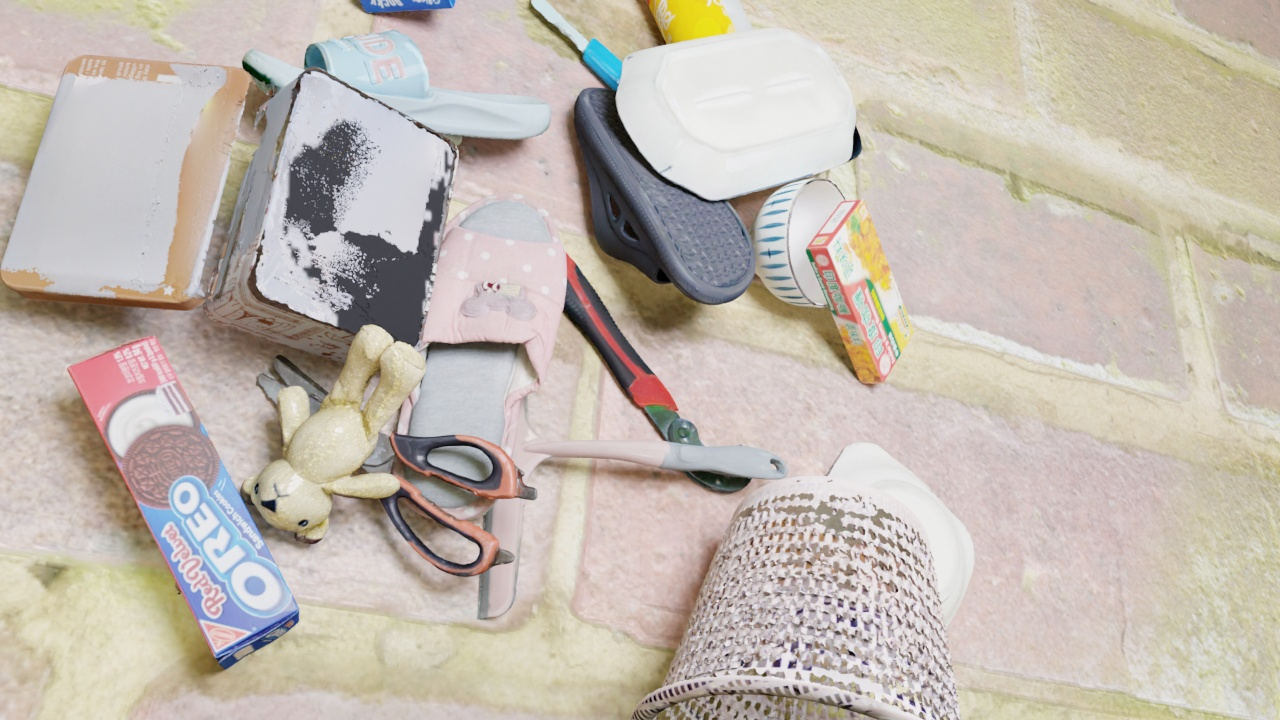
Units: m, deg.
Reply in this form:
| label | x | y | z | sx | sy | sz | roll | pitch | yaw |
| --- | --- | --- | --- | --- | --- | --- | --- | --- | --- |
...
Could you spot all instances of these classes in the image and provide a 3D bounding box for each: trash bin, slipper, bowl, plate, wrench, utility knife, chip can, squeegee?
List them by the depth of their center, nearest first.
| label | x | y | z | sx | sy | sz | roll | pitch | yaw |
| --- | --- | --- | --- | --- | --- | --- | --- | --- | --- |
| trash bin | 0.123 | 0.197 | 0.640 | 0.227 | 0.228 | 0.191 | 28 | 46 | -10 |
| slipper | -0.122 | -0.015 | 0.689 | 0.114 | 0.054 | 0.273 | 11 | 67 | -2 |
| squeegee | 0.006 | 0.074 | 0.715 | 0.249 | 0.040 | 0.247 | 5 | 65 | -15 |
| slipper | -0.186 | -0.225 | 0.738 | 0.245 | 0.104 | 0.074 | 1 | 110 | -28 |
| wrench | -0.005 | 0.005 | 0.771 | 0.056 | 0.016 | 0.273 | -38 | 86 | -30 |
| plate | 0.221 | 0.162 | 0.791 | 0.164 | 0.034 | 0.163 | 41 | 57 | -3 |
| slipper | 0.009 | -0.135 | 0.814 | 0.110 | 0.084 | 0.268 | -2 | 50 | -36 |
| plate | 0.101 | -0.237 | 0.834 | 0.265 | 0.034 | 0.162 | -21 | 77 | -33 |
| bowl | 0.141 | -0.107 | 0.847 | 0.116 | 0.066 | 0.116 | -2 | 92 | -47 |
| utility knife | -0.027 | -0.281 | 0.891 | 0.216 | 0.018 | 0.034 | 44 | 59 | -2 |
| chip can | 0.058 | -0.328 | 0.922 | 0.072 | 0.072 | 0.213 | -15 | 75 | -29 |

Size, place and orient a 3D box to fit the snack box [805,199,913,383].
| label | x | y | z | sx | sy | sz | roll | pitch | yaw |
| --- | --- | --- | --- | --- | --- | --- | --- | --- | --- |
| snack box | 0.204 | -0.062 | 0.846 | 0.076 | 0.027 | 0.156 | -50 | 124 | -33 |

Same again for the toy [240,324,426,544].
| label | x | y | z | sx | sy | sz | roll | pitch | yaw |
| --- | --- | --- | --- | --- | --- | --- | --- | --- | --- |
| toy | -0.198 | 0.048 | 0.598 | 0.105 | 0.066 | 0.157 | 37 | 101 | 2 |

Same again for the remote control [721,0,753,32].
| label | x | y | z | sx | sy | sz | roll | pitch | yaw |
| --- | --- | --- | --- | --- | --- | --- | --- | --- | --- |
| remote control | 0.099 | -0.337 | 0.973 | 0.056 | 0.019 | 0.135 | -15 | 74 | -29 |

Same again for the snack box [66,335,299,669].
| label | x | y | z | sx | sy | sz | roll | pitch | yaw |
| --- | --- | --- | --- | --- | --- | --- | --- | --- | --- |
| snack box | -0.287 | 0.089 | 0.582 | 0.057 | 0.058 | 0.207 | -27 | 80 | -29 |

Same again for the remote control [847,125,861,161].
| label | x | y | z | sx | sy | sz | roll | pitch | yaw |
| --- | --- | --- | --- | --- | --- | --- | --- | --- | --- |
| remote control | 0.192 | -0.274 | 0.984 | 0.053 | 0.024 | 0.136 | -33 | 83 | -33 |

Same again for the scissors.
| label | x | y | z | sx | sy | sz | roll | pitch | yaw |
| --- | --- | --- | --- | --- | --- | --- | --- | --- | --- |
| scissors | -0.170 | 0.058 | 0.638 | 0.197 | 0.015 | 0.205 | -17 | 81 | 3 |

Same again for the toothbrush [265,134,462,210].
| label | x | y | z | sx | sy | sz | roll | pitch | yaw |
| --- | --- | --- | --- | --- | --- | --- | --- | --- | --- |
| toothbrush | -0.221 | -0.150 | 0.745 | 0.029 | 0.020 | 0.189 | 31 | 50 | 31 |

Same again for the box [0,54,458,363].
| label | x | y | z | sx | sy | sz | roll | pitch | yaw |
| --- | --- | --- | --- | --- | --- | --- | --- | --- | --- |
| box | -0.270 | -0.107 | 0.629 | 0.273 | 0.125 | 0.178 | 13 | 71 | -19 |

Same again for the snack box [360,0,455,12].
| label | x | y | z | sx | sy | sz | roll | pitch | yaw |
| --- | --- | --- | --- | --- | --- | --- | --- | --- | --- |
| snack box | -0.198 | -0.382 | 0.835 | 0.084 | 0.026 | 0.156 | 1 | 63 | 10 |
